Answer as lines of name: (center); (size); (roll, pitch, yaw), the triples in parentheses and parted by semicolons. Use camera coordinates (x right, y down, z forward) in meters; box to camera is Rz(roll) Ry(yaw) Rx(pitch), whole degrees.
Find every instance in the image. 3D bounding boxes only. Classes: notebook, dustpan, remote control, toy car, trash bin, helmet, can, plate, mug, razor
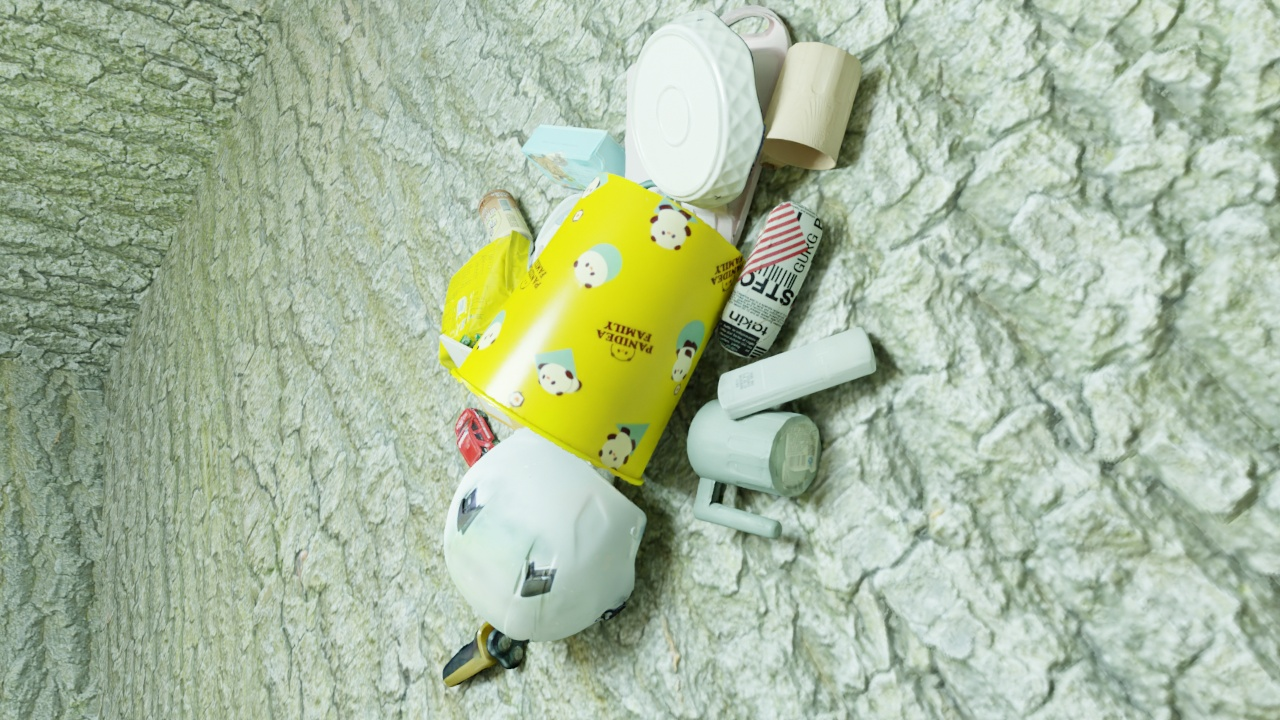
notebook: (-0.185, 0.044, 1.212); (0.010, 0.146, 0.206); (-40, 35, -22)
dustpan: (0.088, -0.275, 1.095); (0.223, 0.138, 0.274); (25, 124, 50)
remote control: (0.146, 0.013, 0.864); (0.150, 0.021, 0.058); (-20, 32, 16)
toy car: (-0.233, 0.113, 1.298); (0.053, 0.045, 0.120); (-57, 40, 16)
trash bin: (-0.033, -0.038, 0.955); (0.230, 0.229, 0.255); (29, 87, 50)
helmet: (-0.127, 0.210, 1.001); (0.229, 0.145, 0.259); (42, 130, 19)
can: (-0.200, -0.200, 1.359); (0.059, 0.058, 0.116); (-50, 45, 25)
plate: (0.051, -0.262, 0.976); (0.205, 0.045, 0.205); (34, 131, 51)
mug: (0.169, -0.259, 0.954); (0.125, 0.084, 0.103); (-169, 97, -76)
razor: (-0.204, 0.381, 1.171); (0.168, 0.062, 0.067); (-42, 80, 38)
mug: (0.106, 0.104, 0.886); (0.103, 0.083, 0.124); (7, 83, 47)

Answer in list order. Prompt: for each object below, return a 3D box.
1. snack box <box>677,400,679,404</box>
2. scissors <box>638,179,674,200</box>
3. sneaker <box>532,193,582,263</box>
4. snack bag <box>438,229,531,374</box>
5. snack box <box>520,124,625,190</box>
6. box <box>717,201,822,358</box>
snack box: (-0.006, 0.006, 1.089); (0.154, 0.026, 0.075); (7, 81, 48)
scissors: (0.003, -0.139, 1.086); (0.170, 0.019, 0.181); (15, 100, 31)
sneaker: (-0.109, -0.101, 1.178); (0.090, 0.089, 0.242); (3, -78, -85)
snack bag: (-0.224, -0.073, 1.291); (0.247, 0.068, 0.157); (-26, 56, 61)
snack box: (-0.082, -0.269, 1.228); (0.175, 0.074, 0.051); (23, 75, 50)
box: (0.130, -0.082, 0.945); (0.087, 0.076, 0.163); (-133, 64, -77)
